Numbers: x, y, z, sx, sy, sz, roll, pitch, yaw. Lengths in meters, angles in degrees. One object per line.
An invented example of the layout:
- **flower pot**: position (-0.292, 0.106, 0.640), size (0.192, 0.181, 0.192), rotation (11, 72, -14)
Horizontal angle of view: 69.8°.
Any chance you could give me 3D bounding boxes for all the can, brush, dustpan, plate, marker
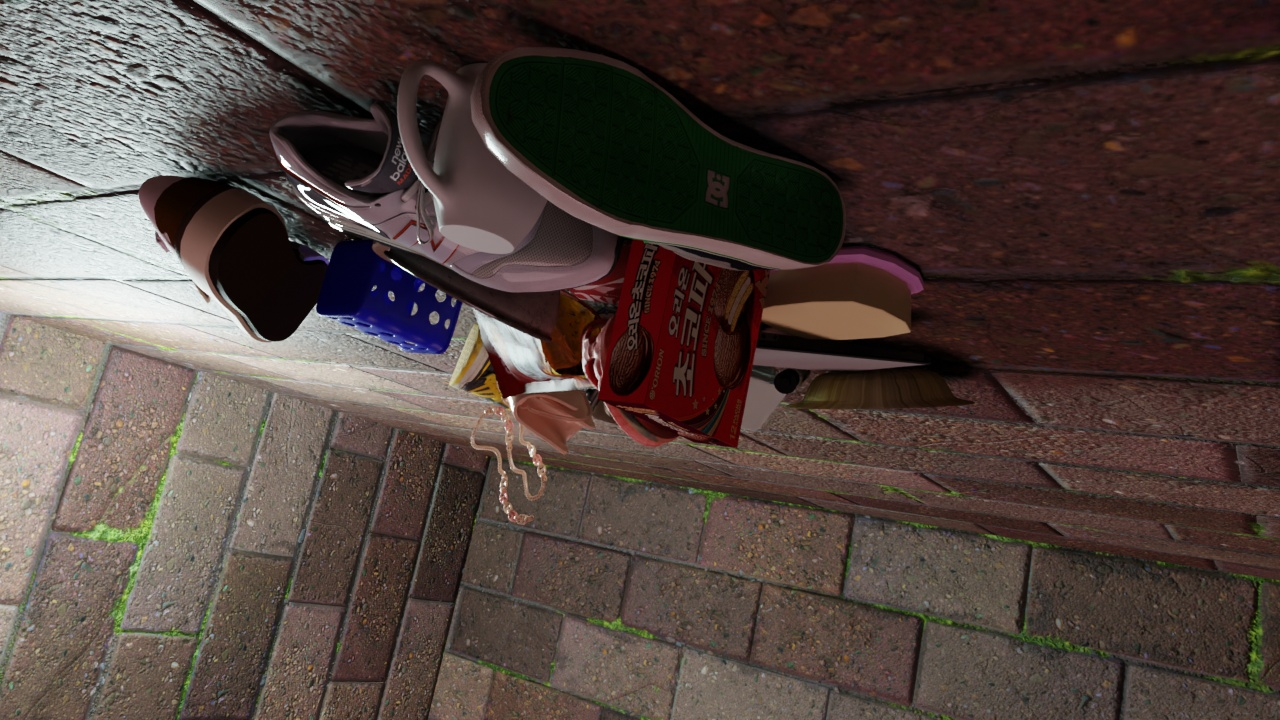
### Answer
- **can**: position (-0.011, -0.070, 0.735), size (0.096, 0.054, 0.054), rotation (10, 169, 10)
- **brush**: position (0.115, -0.048, 0.739), size (0.089, 0.043, 0.229), rotation (21, 165, -36)
- **dustpan**: position (0.130, -0.012, 0.863), size (0.163, 0.033, 0.258), rotation (5, 175, -15)
- **plate**: position (0.238, 0.027, 0.925), size (0.184, 0.036, 0.184), rotation (-2, 179, 0)
- **marker**: position (0.157, 0.016, 0.944), size (0.025, 0.025, 0.125), rotation (9, -172, 16)

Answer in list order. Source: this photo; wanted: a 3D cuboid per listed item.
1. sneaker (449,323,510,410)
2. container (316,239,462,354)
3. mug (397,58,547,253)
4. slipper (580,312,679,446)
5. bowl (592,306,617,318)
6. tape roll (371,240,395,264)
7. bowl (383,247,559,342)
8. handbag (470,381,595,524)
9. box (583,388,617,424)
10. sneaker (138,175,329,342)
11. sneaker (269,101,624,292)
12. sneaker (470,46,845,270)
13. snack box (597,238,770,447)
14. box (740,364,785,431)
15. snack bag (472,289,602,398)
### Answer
- **sneaker**: position (-0.187, 0.016, 1.241), size (0.122, 0.086, 0.239), rotation (21, 171, -11)
- **container**: position (-0.254, -0.064, 0.937), size (0.085, 0.085, 0.113), rotation (3, 165, 38)
- **mug**: position (-0.094, -0.116, 0.510), size (0.071, 0.089, 0.107), rotation (3, 165, 40)
- **slipper**: position (-0.005, 0.004, 0.764), size (0.103, 0.059, 0.248), rotation (45, -160, -11)
- **bowl**: position (-0.056, -0.020, 0.963), size (0.115, 0.059, 0.115), rotation (-11, 169, -2)
- **tape roll**: position (-0.190, -0.102, 0.821), size (0.094, 0.030, 0.094), rotation (12, 169, 2)
- **bowl**: position (-0.119, -0.077, 0.717), size (0.145, 0.067, 0.145), rotation (28, -178, -1)
- **handbag**: position (-0.158, 0.065, 1.061), size (0.116, 0.187, 0.198), rotation (35, -161, -42)
- **box**: position (0.023, 0.017, 1.073), size (0.182, 0.080, 0.144), rotation (14, 141, 19)
- **sneaker**: position (-0.406, -0.103, 0.912), size (0.116, 0.111, 0.294), rotation (34, 170, 3)
- **sneaker**: position (-0.135, -0.108, 0.591), size (0.240, 0.088, 0.124), rotation (13, 172, 12)
- **sneaker**: position (0.005, -0.099, 0.515), size (0.235, 0.084, 0.079), rotation (15, 169, -33)
- **snack box**: position (0.037, -0.029, 0.637), size (0.036, 0.152, 0.132), rotation (5, 166, 33)
- **box**: position (0.076, 0.025, 0.978), size (0.198, 0.072, 0.086), rotation (15, 149, -43)
- **snack bag**: position (-0.116, -0.024, 0.876), size (0.066, 0.139, 0.208), rotation (-33, -164, -29)
